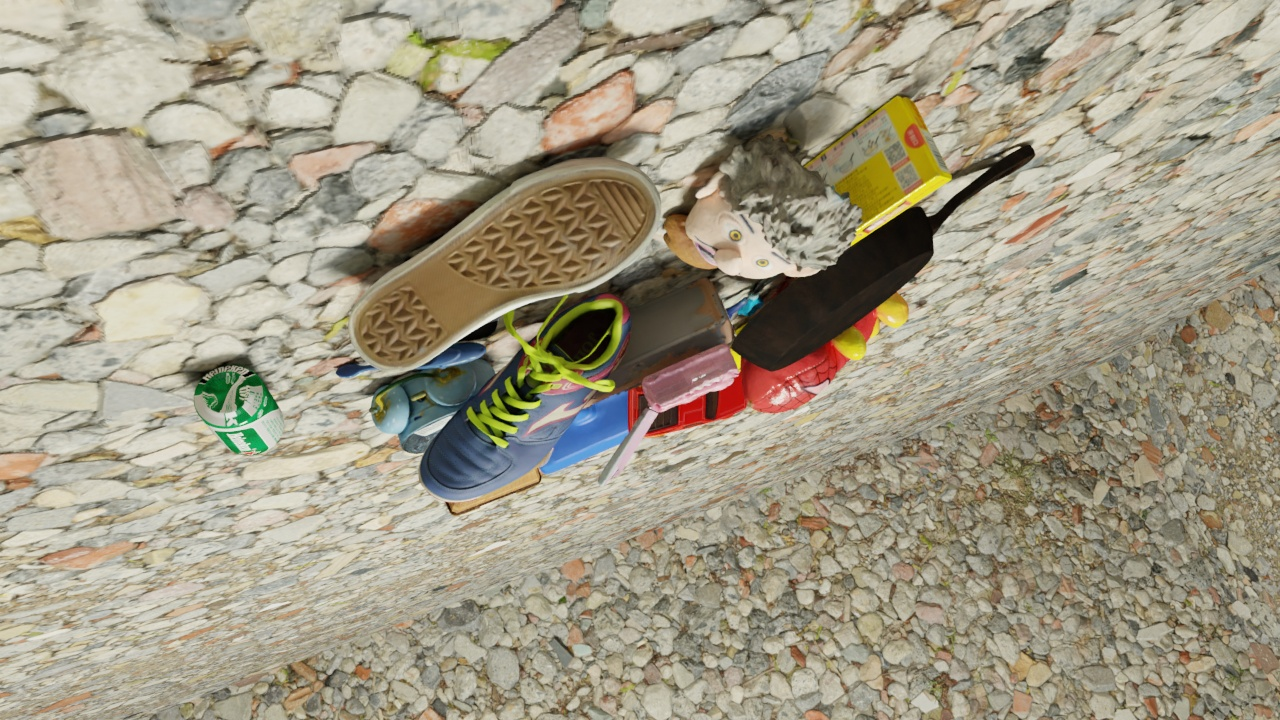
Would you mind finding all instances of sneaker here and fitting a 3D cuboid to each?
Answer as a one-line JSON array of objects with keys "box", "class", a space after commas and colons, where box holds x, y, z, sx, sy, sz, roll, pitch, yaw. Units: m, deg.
[{"box": [-0.104, 0.026, 0.818, 0.241, 0.116, 0.091, -46, 177, -16], "class": "sneaker"}, {"box": [-0.096, -0.074, 0.649, 0.236, 0.087, 0.079, -27, -162, 7], "class": "sneaker"}]

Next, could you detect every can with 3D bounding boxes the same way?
[{"box": [-0.321, 0.042, 0.738, 0.053, 0.053, 0.101, -17, 163, -16], "class": "can"}]

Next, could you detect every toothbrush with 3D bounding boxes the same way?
[{"box": [-0.198, 0.001, 0.796, 0.132, 0.021, 0.016, -9, 176, 1], "class": "toothbrush"}]

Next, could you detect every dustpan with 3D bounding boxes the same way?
[{"box": [-0.063, 0.086, 1.205, 0.246, 0.059, 0.257, -24, 173, 8], "class": "dustpan"}]

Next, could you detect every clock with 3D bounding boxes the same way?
[{"box": [-0.192, 0.043, 0.894, 0.118, 0.060, 0.162, -25, 163, 10], "class": "clock"}]

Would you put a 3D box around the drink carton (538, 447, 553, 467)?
[{"box": [-0.178, 0.112, 1.143, 0.122, 0.039, 0.069, -2, 180, 27], "class": "drink carton"}]

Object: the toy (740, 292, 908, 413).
[{"box": [0.204, -0.017, 1.079, 0.216, 0.099, 0.148, -34, 171, -14], "class": "toy"}]

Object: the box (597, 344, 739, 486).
[{"box": [0.020, 0.049, 0.930, 0.179, 0.059, 0.233, -40, 175, -2], "class": "box"}]

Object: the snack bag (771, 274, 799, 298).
[{"box": [0.181, -0.086, 1.011, 0.087, 0.044, 0.155, -29, 171, -7], "class": "snack bag"}]

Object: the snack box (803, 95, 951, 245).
[{"box": [0.169, -0.137, 0.745, 0.025, 0.075, 0.153, -1, 154, -47], "class": "snack box"}]

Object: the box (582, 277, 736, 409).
[{"box": [-0.009, -0.002, 0.928, 0.216, 0.094, 0.107, -24, -162, 5], "class": "box"}]

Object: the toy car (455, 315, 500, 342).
[{"box": [-0.139, -0.034, 0.756, 0.042, 0.036, 0.092, -13, 162, -28], "class": "toy car"}]

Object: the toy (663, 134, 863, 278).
[{"box": [0.084, -0.104, 0.719, 0.132, 0.076, 0.176, 43, 146, -24], "class": "toy"}]

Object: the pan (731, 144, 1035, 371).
[{"box": [0.249, -0.098, 0.907, 0.356, 0.043, 0.249, -34, 168, -1], "class": "pan"}]

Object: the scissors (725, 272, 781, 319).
[{"box": [0.115, -0.065, 0.999, 0.109, 0.015, 0.132, -27, 167, -20], "class": "scissors"}]

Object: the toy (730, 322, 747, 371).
[{"box": [0.141, -0.021, 1.146, 0.094, 0.041, 0.096, -14, 153, -36], "class": "toy"}]

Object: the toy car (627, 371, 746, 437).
[{"box": [0.064, 0.046, 1.173, 0.189, 0.082, 0.056, -13, -156, -33], "class": "toy car"}]

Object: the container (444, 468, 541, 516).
[{"box": [-0.171, 0.122, 1.038, 0.113, 0.063, 0.061, -19, 158, -21], "class": "container"}]
